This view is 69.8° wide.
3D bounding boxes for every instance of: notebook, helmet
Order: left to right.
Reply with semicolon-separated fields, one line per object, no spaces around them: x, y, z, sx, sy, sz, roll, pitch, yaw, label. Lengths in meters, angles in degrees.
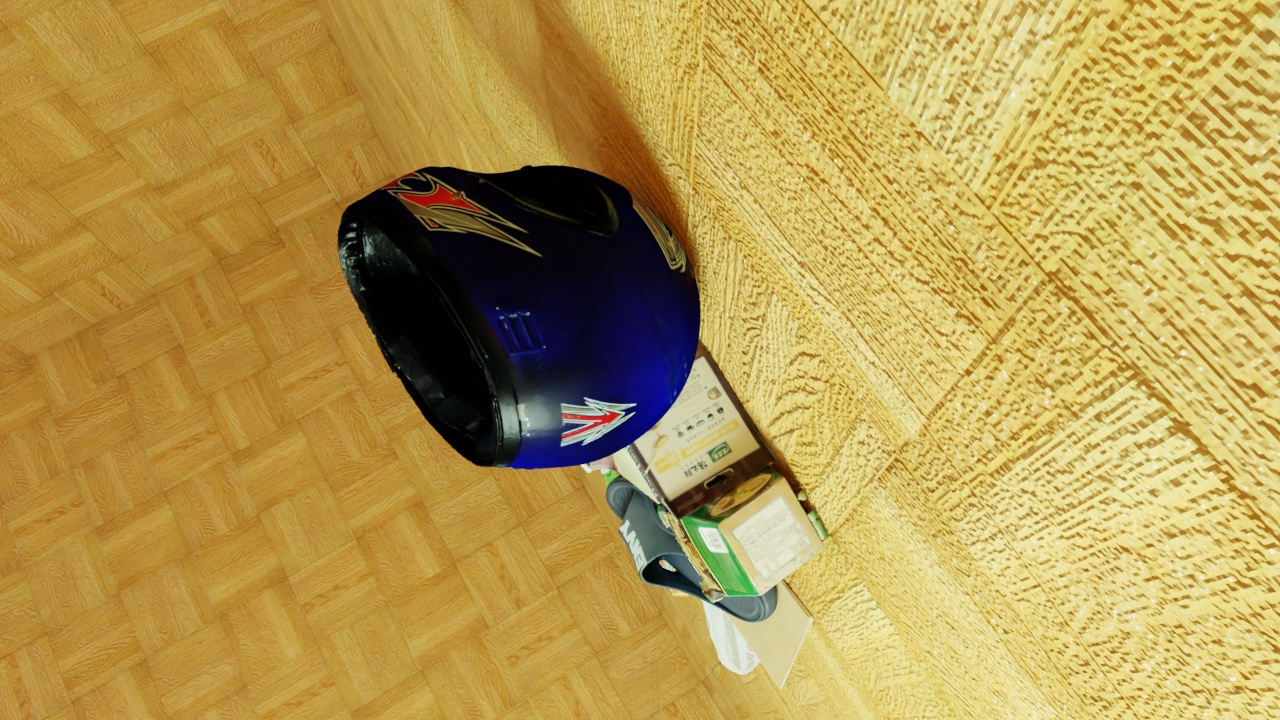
-0.089;-0.056;0.797;0.315;0.239;0.248;42;143;34;helmet
0.136;0.292;1.167;0.207;0.008;0.148;51;143;39;notebook

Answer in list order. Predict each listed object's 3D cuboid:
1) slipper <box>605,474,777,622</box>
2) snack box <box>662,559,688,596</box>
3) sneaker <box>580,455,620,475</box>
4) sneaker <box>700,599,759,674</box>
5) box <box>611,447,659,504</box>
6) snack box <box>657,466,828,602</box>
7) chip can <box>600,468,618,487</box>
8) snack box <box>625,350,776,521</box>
0.045;0.241;1.141;0.268;0.083;0.111;35;140;25;slipper
0.056;0.249;1.299;0.075;0.026;0.153;-174;90;-78;snack box
-0.050;0.102;1.229;0.241;0.087;0.118;61;169;-9;sneaker
0.118;0.366;1.352;0.091;0.089;0.242;25;142;46;sneaker
0.032;0.134;1.094;0.168;0.080;0.091;33;150;40;box
0.101;0.160;0.864;0.118;0.117;0.106;58;165;-5;snack box
-0.053;0.077;1.321;0.072;0.072;0.236;157;93;-79;chip can
0.046;0.073;0.875;0.125;0.113;0.053;59;170;8;snack box
